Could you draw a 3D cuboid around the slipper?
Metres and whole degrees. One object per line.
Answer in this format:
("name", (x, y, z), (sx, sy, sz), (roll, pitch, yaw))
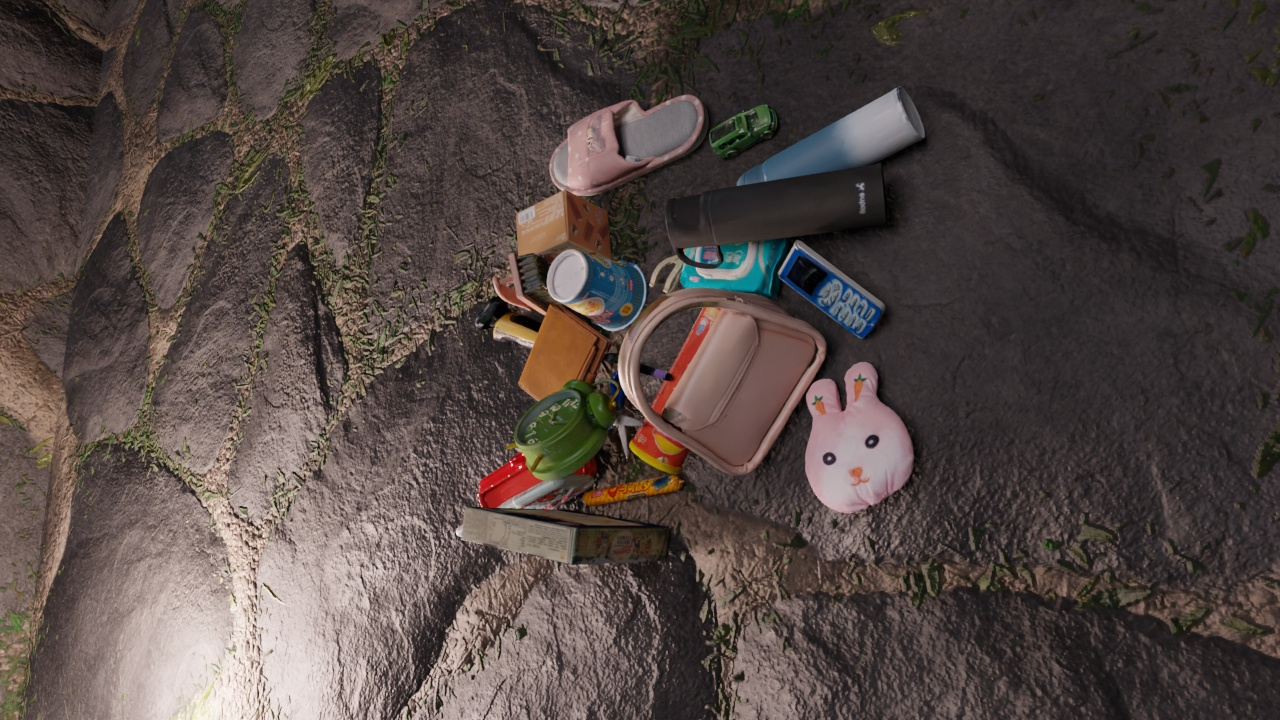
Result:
("slipper", (-0.029, -0.302, 1.274), (0.275, 0.054, 0.114), (-8, 74, 37))

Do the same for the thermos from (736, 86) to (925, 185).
("thermos", (0.212, -0.234, 1.057), (0.221, 0.070, 0.070), (-24, 65, 33))

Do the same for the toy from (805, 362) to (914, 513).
("toy", (0.225, 0.081, 0.977), (0.122, 0.054, 0.159), (-30, 54, 29))

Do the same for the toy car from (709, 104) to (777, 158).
("toy car", (0.129, -0.290, 1.158), (0.091, 0.036, 0.043), (-22, 64, 29))

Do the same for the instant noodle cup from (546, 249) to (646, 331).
("instant noodle cup", (-0.063, -0.099, 1.213), (0.099, 0.109, 0.099), (-11, 72, 37))

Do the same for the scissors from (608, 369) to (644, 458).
("scissors", (-0.028, 0.067, 1.165), (0.163, 0.012, 0.162), (-34, 38, 53))

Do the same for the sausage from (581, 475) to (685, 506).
("sausage", (-0.011, 0.165, 1.161), (0.166, 0.021, 0.021), (-17, 69, 35))

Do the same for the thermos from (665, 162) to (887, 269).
("thermos", (0.154, -0.160, 1.041), (0.243, 0.068, 0.090), (-6, 110, 18))

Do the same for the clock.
("clock", (-0.090, 0.079, 1.160), (0.161, 0.056, 0.116), (-41, 30, -13))

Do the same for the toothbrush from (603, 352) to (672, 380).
("toothbrush", (-0.007, 0.007, 1.158), (0.189, 0.016, 0.014), (18, 93, 63))

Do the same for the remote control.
("remote control", (0.210, -0.078, 1.013), (0.125, 0.024, 0.049), (40, 134, 14))

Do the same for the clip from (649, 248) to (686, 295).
("clip", (0.046, -0.126, 1.161), (0.035, 0.086, 0.104), (28, 108, 40))

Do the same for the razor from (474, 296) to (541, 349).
("razor", (-0.167, -0.046, 1.321), (0.168, 0.062, 0.068), (22, 122, 35))

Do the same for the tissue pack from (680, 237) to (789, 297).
("tissue pack", (0.118, -0.125, 1.113), (0.134, 0.050, 0.093), (6, 81, 39))

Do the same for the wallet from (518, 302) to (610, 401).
("wallet", (-0.102, 0.007, 1.240), (0.119, 0.035, 0.131), (34, 113, 22))

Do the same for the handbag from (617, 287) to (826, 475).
("handbag", (0.075, 0.009, 0.994), (0.093, 0.234, 0.193), (36, 101, 47))

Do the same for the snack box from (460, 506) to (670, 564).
("snack box", (-0.088, 0.210, 1.107), (0.178, 0.182, 0.045), (2, 82, 39))

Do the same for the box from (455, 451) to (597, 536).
("box", (-0.160, 0.164, 1.230), (0.202, 0.100, 0.095), (-31, 68, 28))

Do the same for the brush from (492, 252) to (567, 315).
("brush", (-0.148, -0.098, 1.260), (0.073, 0.145, 0.063), (-17, 76, 9))

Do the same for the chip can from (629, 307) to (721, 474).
("chip can", (0.065, 0.027, 1.104), (0.073, 0.073, 0.217), (33, 100, 39))

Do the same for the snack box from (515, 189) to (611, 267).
("snack box", (-0.106, -0.172, 1.276), (0.093, 0.094, 0.077), (-19, 67, 34))
